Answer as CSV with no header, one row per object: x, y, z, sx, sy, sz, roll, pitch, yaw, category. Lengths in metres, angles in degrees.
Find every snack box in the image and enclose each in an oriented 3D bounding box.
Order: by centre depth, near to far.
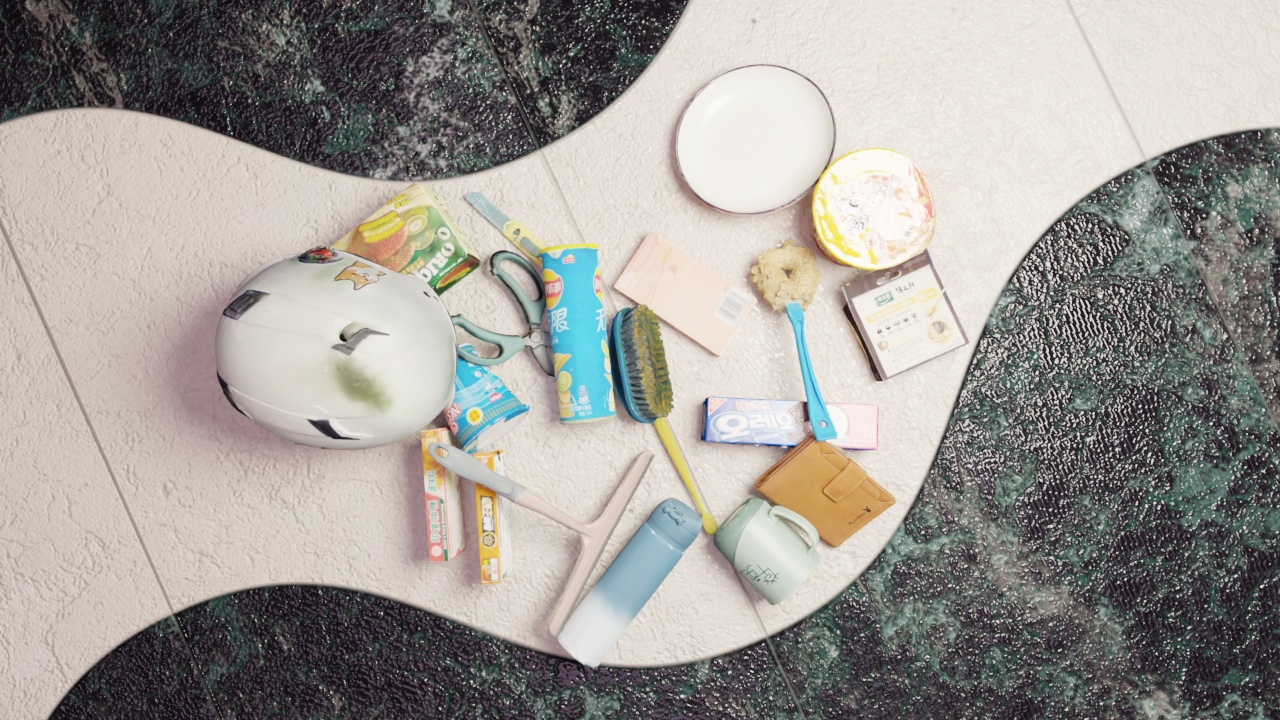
0.314,-0.053,1.103,0.113,0.053,0.125,-24,87,2,snack box
0.178,0.077,1.104,0.207,0.057,0.058,3,86,3,snack box
-0.177,0.186,1.105,0.026,0.075,0.153,-4,89,2,snack box
-0.321,-0.097,1.106,0.240,0.063,0.114,-36,81,6,snack box
-0.237,0.158,1.107,0.027,0.077,0.155,-4,88,2,snack box
0.055,-0.081,1.126,0.157,0.026,0.084,34,91,3,snack box

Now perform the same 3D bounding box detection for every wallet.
0.218,0.154,1.081,0.132,0.031,0.108,39,117,-15,wallet

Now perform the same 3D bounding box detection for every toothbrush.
0.048,0.126,1.129,0.016,0.016,0.190,-26,87,2,toothbrush

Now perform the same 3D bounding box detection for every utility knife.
-0.136,-0.140,1.144,0.212,0.022,0.031,42,88,7,utility knife

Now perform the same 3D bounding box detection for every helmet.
-0.344,0.000,1.000,0.274,0.156,0.230,13,102,-5,helmet

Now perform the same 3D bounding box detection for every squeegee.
-0.134,0.159,1.060,0.249,0.040,0.247,32,78,-16,squeegee

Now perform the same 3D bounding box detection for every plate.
0.139,-0.260,1.106,0.193,0.039,0.192,-3,79,14,plate

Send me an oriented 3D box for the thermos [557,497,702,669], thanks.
-0.010,0.264,1.101,0.070,0.070,0.220,38,91,2,thermos

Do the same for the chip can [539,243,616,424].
-0.074,-0.031,1.099,0.071,0.071,0.210,-6,92,2,chip can

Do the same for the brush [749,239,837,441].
0.189,-0.027,1.078,0.083,0.046,0.254,-7,70,-9,brush

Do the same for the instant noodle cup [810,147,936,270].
0.262,-0.168,1.079,0.138,0.110,0.138,0,88,2,instant noodle cup

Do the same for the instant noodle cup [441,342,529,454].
-0.203,0.042,1.106,0.099,0.099,0.110,-37,80,1,instant noodle cup

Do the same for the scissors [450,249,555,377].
-0.156,-0.061,1.116,0.170,0.019,0.180,11,70,-24,scissors

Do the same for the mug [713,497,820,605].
0.154,0.214,1.079,0.106,0.082,0.112,46,126,6,mug

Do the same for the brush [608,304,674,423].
-0.007,0.006,1.108,0.074,0.055,0.143,-17,79,42,brush
